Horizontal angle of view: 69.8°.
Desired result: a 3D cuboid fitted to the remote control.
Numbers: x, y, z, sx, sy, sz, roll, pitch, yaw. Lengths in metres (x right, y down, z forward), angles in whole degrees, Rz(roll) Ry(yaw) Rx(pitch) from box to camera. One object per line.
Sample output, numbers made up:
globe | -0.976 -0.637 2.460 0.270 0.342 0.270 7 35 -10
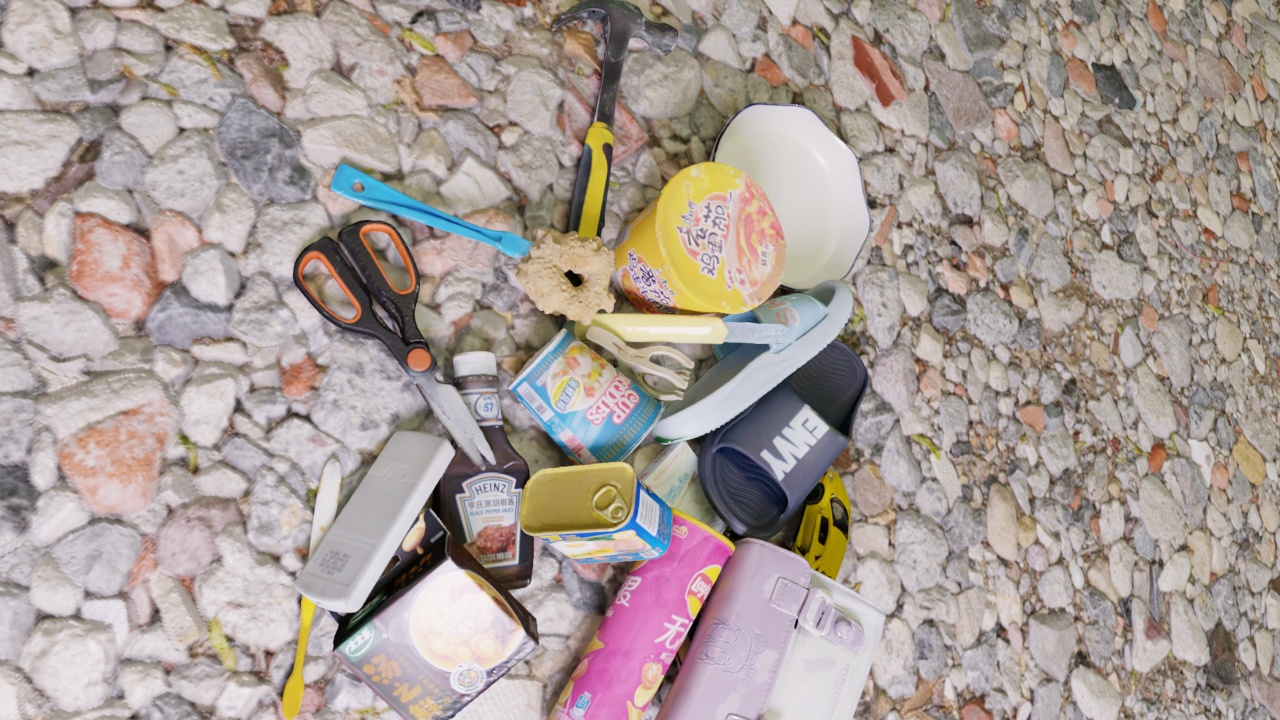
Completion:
remote control | -0.198 0.118 0.692 0.149 0.058 0.021 -63 144 -31

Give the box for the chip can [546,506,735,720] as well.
chip can | 0.000 0.230 0.766 0.071 0.071 0.210 36 74 -19

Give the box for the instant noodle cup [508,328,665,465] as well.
instant noodle cup | -0.051 0.035 0.785 0.110 0.099 0.099 44 62 -8

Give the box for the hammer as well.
hammer | -0.043 -0.199 0.866 0.126 0.032 0.322 16 73 -26

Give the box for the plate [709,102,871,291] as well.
plate | 0.151 -0.168 0.963 0.204 0.046 0.204 6 77 -28

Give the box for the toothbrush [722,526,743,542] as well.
toothbrush | 0.146 0.116 0.901 0.212 0.026 0.027 -37 93 -37

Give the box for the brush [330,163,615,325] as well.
brush | -0.135 -0.104 0.777 0.254 0.046 0.083 22 78 -10

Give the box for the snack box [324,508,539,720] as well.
snack box | -0.159 0.197 0.688 0.113 0.053 0.125 -40 108 1

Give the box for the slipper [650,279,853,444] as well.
slipper | 0.098 -0.009 0.873 0.244 0.104 0.074 -37 98 -23

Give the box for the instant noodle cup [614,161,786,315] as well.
instant noodle cup | 0.047 -0.100 0.852 0.138 0.110 0.138 6 77 -29

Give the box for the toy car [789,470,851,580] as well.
toy car | 0.175 0.180 0.900 0.071 0.041 0.155 46 57 -41

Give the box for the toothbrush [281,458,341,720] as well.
toothbrush | -0.247 0.168 0.689 0.016 0.018 0.191 14 72 -29

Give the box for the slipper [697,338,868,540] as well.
slipper | 0.150 0.052 0.875 0.110 0.084 0.267 40 52 5

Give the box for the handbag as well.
handbag | 0.105 0.268 0.772 0.145 0.099 0.196 29 66 -1

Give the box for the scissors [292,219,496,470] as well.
scissors | -0.196 -0.002 0.727 0.141 0.022 0.235 -11 79 -20

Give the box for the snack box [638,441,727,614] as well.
snack box | 0.053 0.161 0.854 0.084 0.027 0.157 -42 102 -29

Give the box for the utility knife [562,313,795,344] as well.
utility knife | 0.032 -0.026 0.818 0.211 0.021 0.031 4 116 8

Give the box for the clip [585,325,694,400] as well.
clip | -0.003 0.002 0.816 0.100 0.072 0.034 18 49 6

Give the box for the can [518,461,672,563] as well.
can | -0.034 0.127 0.748 0.083 0.102 0.057 49 39 -51

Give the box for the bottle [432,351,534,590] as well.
bottle | -0.131 0.091 0.753 0.079 0.044 0.194 0 80 -28

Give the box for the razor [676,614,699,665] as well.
razor | 0.062 0.300 0.823 0.067 0.062 0.167 -25 88 0
